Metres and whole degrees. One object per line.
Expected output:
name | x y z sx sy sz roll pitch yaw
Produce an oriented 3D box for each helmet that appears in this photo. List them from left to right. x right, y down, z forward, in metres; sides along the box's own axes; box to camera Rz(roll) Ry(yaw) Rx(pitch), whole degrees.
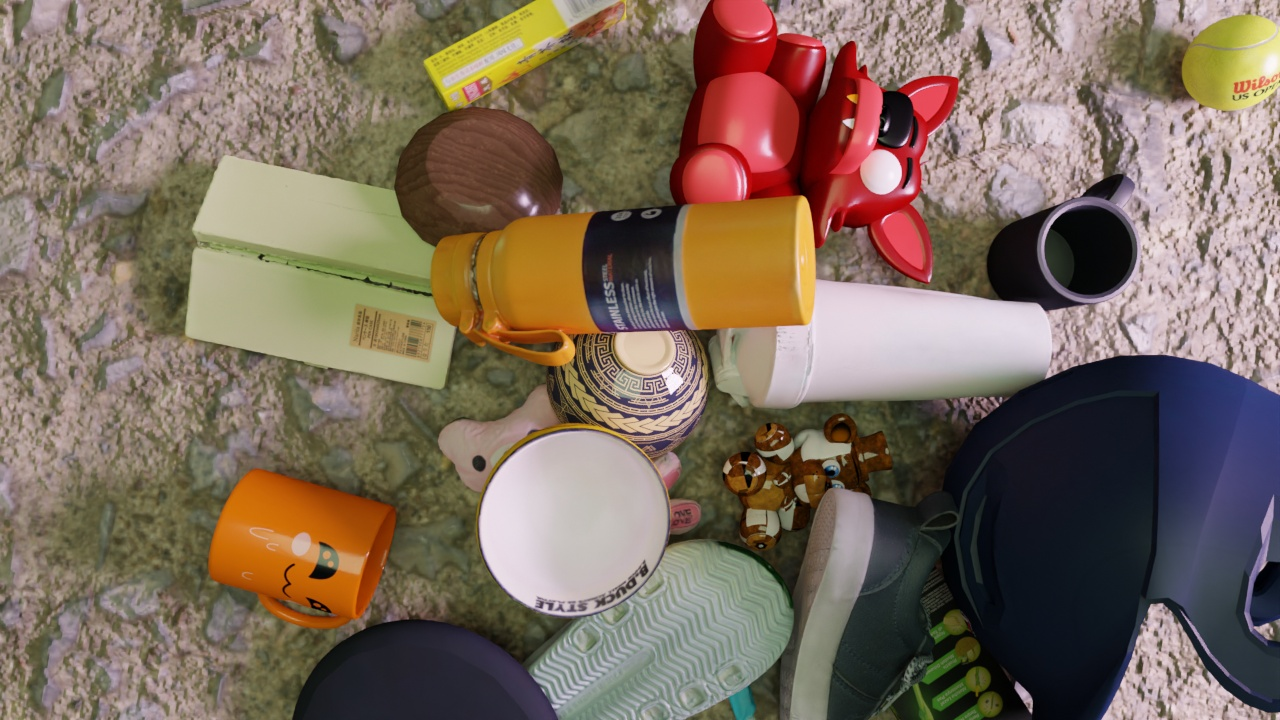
helmet | 0.292 0.128 0.570 0.223 0.232 0.272 23 99 29

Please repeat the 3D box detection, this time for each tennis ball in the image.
tennis ball | 0.425 -0.213 0.657 0.065 0.065 0.065 0 89 -3

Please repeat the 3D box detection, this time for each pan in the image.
pan | -0.068 0.277 0.602 0.357 0.021 0.199 4 98 10

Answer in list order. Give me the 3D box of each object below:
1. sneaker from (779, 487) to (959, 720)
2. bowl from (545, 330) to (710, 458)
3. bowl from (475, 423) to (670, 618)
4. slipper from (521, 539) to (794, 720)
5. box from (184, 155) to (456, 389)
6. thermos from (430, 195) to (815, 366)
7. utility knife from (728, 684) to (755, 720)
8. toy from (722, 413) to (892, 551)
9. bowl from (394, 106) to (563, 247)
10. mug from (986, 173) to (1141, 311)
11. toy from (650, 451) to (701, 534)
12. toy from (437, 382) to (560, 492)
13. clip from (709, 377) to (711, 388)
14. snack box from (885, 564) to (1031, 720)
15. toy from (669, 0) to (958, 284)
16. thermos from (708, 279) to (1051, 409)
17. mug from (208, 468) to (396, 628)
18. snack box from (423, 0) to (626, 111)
sneaker | 0.143 0.183 0.593 0.087 0.089 0.236 8 118 2
bowl | -0.004 0.004 0.613 0.112 0.061 0.112 5 63 -11
bowl | -0.044 0.094 0.578 0.117 0.067 0.117 -1 95 -10
slipper | -0.010 0.204 0.628 0.246 0.074 0.104 -39 90 13
box | -0.214 -0.062 0.638 0.188 0.047 0.141 13 90 -3
thermos | -0.015 -0.050 0.559 0.233 0.091 0.076 -1 131 17
utility knife | 0.062 0.216 0.657 0.022 0.015 0.123 -16 92 10
toy | 0.117 0.079 0.638 0.113 0.067 0.087 -14 114 9
bowl | -0.112 -0.130 0.632 0.118 0.030 0.117 2 71 -5
mug | 0.303 -0.085 0.642 0.071 0.077 0.105 37 87 -1
toy | -0.012 0.112 0.640 0.110 0.047 0.063 -30 99 -6
toy | -0.081 0.072 0.631 0.099 0.053 0.095 -22 75 0
clip | 0.004 0.042 0.657 0.101 0.040 0.054 -7 70 -2
snack box | 0.211 0.224 0.657 0.080 0.025 0.147 -33 90 -3
toy | 0.120 -0.147 0.621 0.197 0.121 0.158 11 80 -10
thermos | 0.160 -0.009 0.630 0.220 0.099 0.099 3 88 -6
mug | -0.228 0.137 0.622 0.096 0.077 0.113 16 119 -2
snack box | -0.079 -0.227 0.647 0.148 0.040 0.029 -29 89 -3
